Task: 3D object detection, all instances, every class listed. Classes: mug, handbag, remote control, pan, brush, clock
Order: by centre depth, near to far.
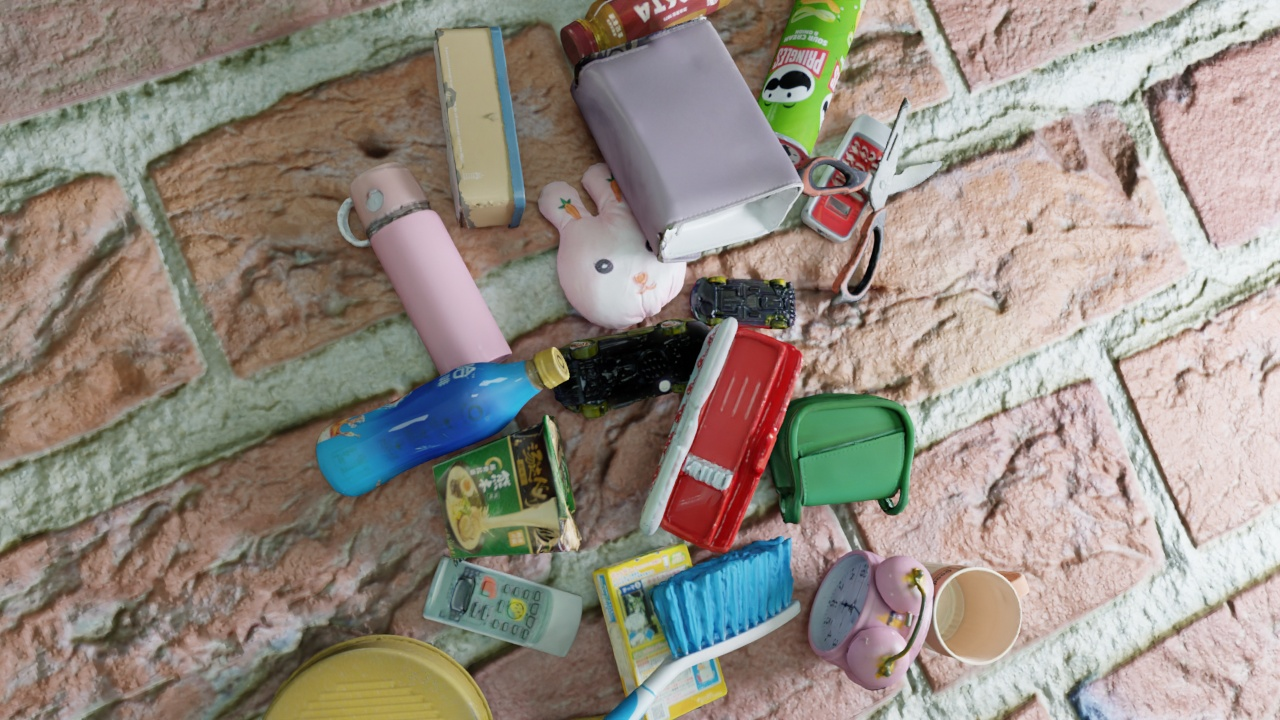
[{"bbox_3d":[0.026,0.238,0.757,0.313,0.061,0.109,-12,87,-38],"label":"brush"},{"bbox_3d":[-0.141,0.328,0.775,0.357,0.078,0.197,-1,85,-5],"label":"pan"},{"bbox_3d":[0.204,0.223,0.797,0.060,0.159,0.117,28,77,-9],"label":"clock"},{"bbox_3d":[-0.119,0.216,0.807,0.135,0.019,0.056,19,79,-8],"label":"remote control"},{"bbox_3d":[0.037,-0.198,0.840,0.144,0.099,0.197,-18,71,-23],"label":"handbag"},{"bbox_3d":[0.293,0.221,0.841,0.114,0.106,0.081,-21,87,-13],"label":"mug"},{"bbox_3d":[0.186,0.091,0.864,0.131,0.068,0.120,-3,90,-13],"label":"handbag"},{"bbox_3d":[0.214,-0.184,0.927,0.056,0.020,0.135,32,78,-4],"label":"remote control"}]

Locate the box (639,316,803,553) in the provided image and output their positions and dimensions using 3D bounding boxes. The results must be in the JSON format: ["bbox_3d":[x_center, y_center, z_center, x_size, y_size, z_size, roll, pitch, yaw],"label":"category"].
[{"bbox_3d":[0.066,0.066,0.802,0.095,0.101,0.201,22,90,16],"label":"box"}]

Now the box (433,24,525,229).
[{"bbox_3d":[-0.145,-0.201,0.826,0.061,0.090,0.184,-10,86,-13],"label":"box"}]

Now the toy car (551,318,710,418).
[{"bbox_3d":[-0.005,0.005,0.842,0.158,0.042,0.070,-12,109,-13],"label":"toy car"}]

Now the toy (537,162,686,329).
[{"bbox_3d":[-0.030,-0.109,0.855,0.121,0.054,0.159,-28,81,-15],"label":"toy"}]

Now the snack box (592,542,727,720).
[{"bbox_3d":[0.018,0.241,0.810,0.086,0.034,0.140,-13,86,-32],"label":"snack box"}]

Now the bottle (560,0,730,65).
[{"bbox_3d":[0.006,-0.339,0.889,0.174,0.057,0.057,-30,89,-13],"label":"bottle"}]

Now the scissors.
[{"bbox_3d":[0.227,-0.157,0.907,0.222,0.015,0.189,-16,105,-30],"label":"scissors"}]

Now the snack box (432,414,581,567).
[{"bbox_3d":[-0.114,0.113,0.781,0.105,0.118,0.117,-12,85,-2],"label":"snack box"}]

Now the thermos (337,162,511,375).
[{"bbox_3d":[-0.197,-0.072,0.813,0.087,0.067,0.198,-30,89,15],"label":"thermos"}]

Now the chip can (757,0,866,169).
[{"bbox_3d":[0.169,-0.306,0.909,0.072,0.072,0.235,22,78,-7],"label":"chip can"}]

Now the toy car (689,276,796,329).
[{"bbox_3d":[0.097,-0.055,0.880,0.106,0.031,0.049,1,81,-14],"label":"toy car"}]

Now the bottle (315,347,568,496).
[{"bbox_3d":[-0.162,0.046,0.760,0.219,0.065,0.065,-23,87,11],"label":"bottle"}]
